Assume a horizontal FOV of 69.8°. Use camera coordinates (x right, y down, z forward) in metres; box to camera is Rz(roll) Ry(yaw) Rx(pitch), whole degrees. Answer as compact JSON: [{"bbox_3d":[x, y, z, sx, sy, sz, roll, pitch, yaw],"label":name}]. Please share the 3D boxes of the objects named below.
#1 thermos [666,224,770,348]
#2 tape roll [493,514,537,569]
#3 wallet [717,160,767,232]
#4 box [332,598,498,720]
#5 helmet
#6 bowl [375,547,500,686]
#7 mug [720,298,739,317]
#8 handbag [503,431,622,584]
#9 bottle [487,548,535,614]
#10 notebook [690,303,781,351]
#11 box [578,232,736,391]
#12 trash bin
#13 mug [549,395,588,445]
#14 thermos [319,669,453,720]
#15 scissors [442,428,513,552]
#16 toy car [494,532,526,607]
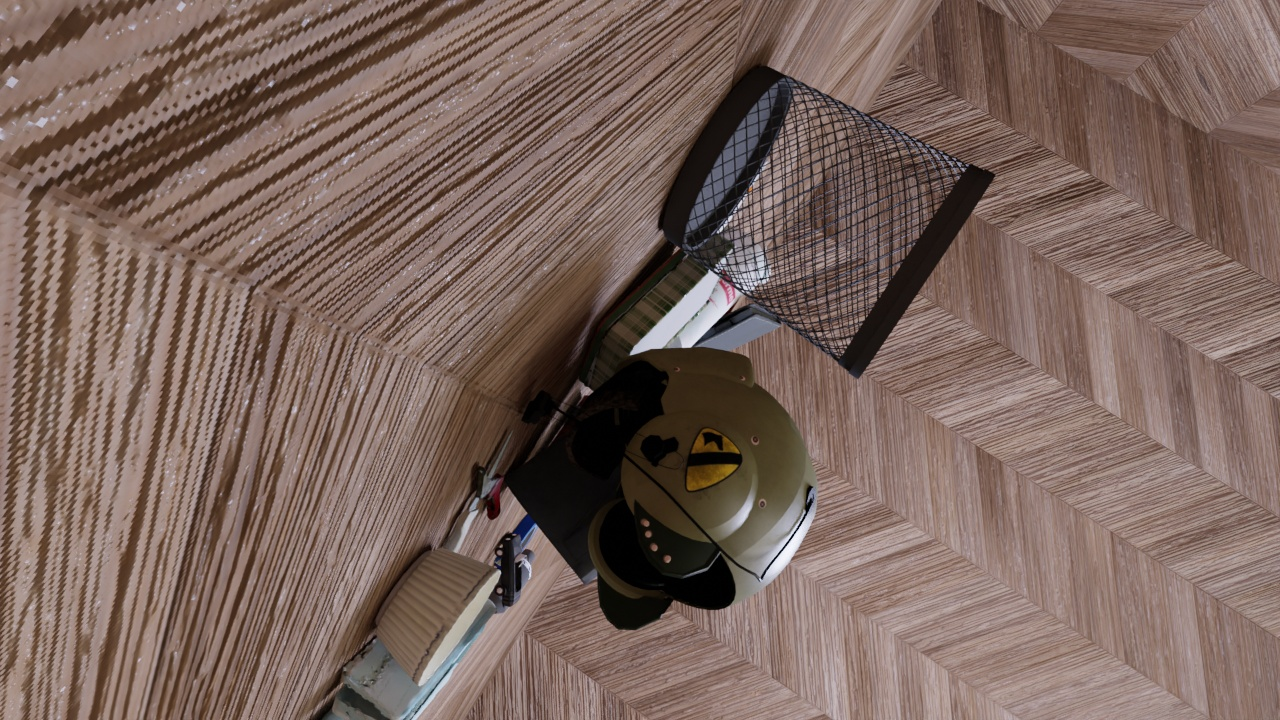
[{"bbox_3d":[0.080,-0.086,1.148,0.219,0.099,0.100,-48,170,-37],"label":"thermos"},{"bbox_3d":[-0.171,0.254,1.289,0.091,0.016,0.093,-55,174,-16],"label":"tape roll"},{"bbox_3d":[0.102,-0.189,1.055,0.115,0.037,0.119,-51,175,-44],"label":"wallet"},{"bbox_3d":[-0.203,0.271,0.852,0.067,0.083,0.198,-40,180,20],"label":"box"},{"bbox_3d":[0.029,0.100,0.824,0.232,0.255,0.251,-48,170,-31],"label":"helmet"},{"bbox_3d":[-0.179,0.213,0.790,0.115,0.062,0.115,-56,174,-9],"label":"bowl"},{"bbox_3d":[0.099,-0.093,1.301,0.096,0.080,0.116,-57,168,4],"label":"mug"},{"bbox_3d":[-0.011,0.154,0.951,0.175,0.195,0.072,-35,171,-8],"label":"handbag"},{"bbox_3d":[-0.191,0.320,1.343,0.112,0.047,0.047,-51,172,-46],"label":"bottle"},{"bbox_3d":[0.080,-0.016,1.249,0.209,0.029,0.169,-29,168,17],"label":"notebook"},{"bbox_3d":[0.019,-0.052,0.981,0.204,0.050,0.118,-47,167,-33],"label":"box"},{"bbox_3d":[0.168,-0.135,0.863,0.217,0.227,0.218,-53,168,-16],"label":"trash bin"},{"bbox_3d":[-0.055,0.106,1.043,0.117,0.081,0.111,13,-112,52],"label":"mug"},{"bbox_3d":[-0.244,0.325,0.857,0.078,0.065,0.206,-34,-177,21],"label":"thermos"},{"bbox_3d":[-0.155,0.143,0.851,0.179,0.015,0.198,-56,173,-4],"label":"scissors"},{"bbox_3d":[-0.168,0.274,1.200,0.040,0.037,0.092,-9,100,-80],"label":"toy car"}]
